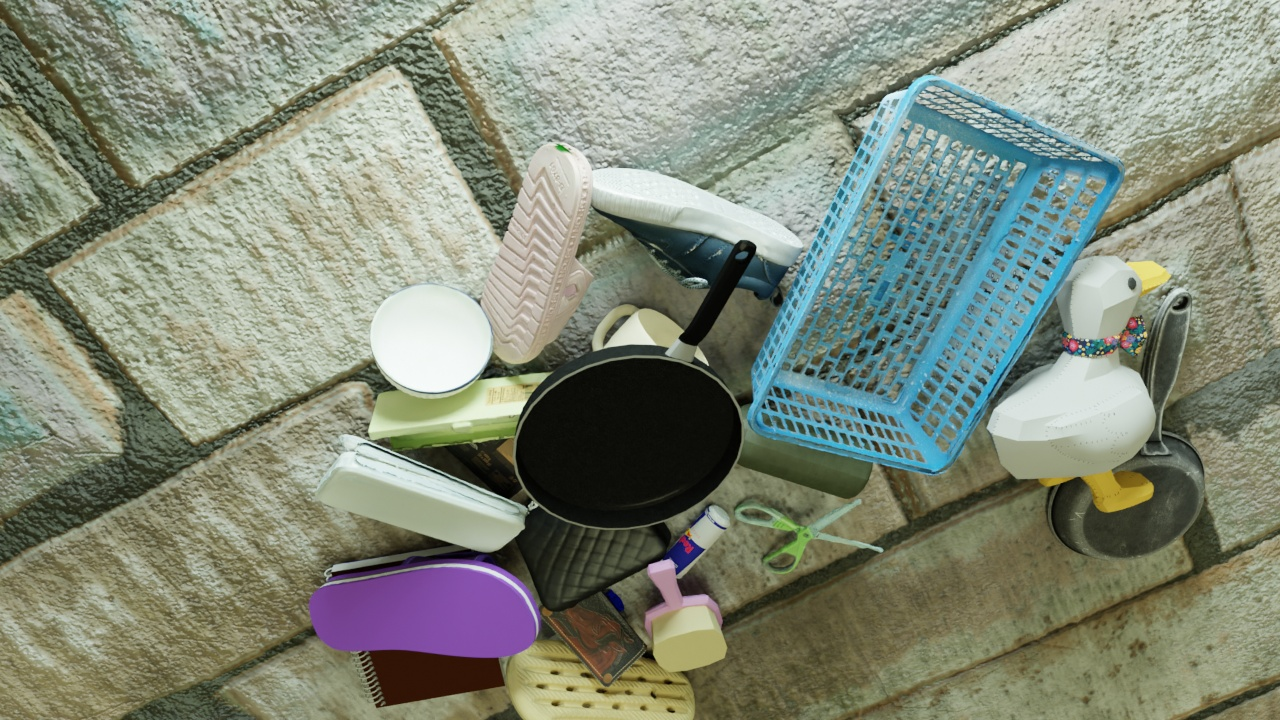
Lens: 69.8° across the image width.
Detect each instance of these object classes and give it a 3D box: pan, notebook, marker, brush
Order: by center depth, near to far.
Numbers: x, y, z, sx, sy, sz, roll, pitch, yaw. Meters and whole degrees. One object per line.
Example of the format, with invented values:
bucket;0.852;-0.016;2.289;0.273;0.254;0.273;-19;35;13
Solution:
pan;0.016;0.029;0.866;0.225;0.034;0.357;16;123;-21
brush;0.045;0.294;1.046;0.089;0.043;0.229;-15;142;2
pan;0.582;0.090;1.053;0.187;0.055;0.357;-1;119;-4
notebook;-0.266;0.321;1.099;0.171;0.022;0.209;-9;115;-2
marker;-0.079;0.328;1.115;0.133;0.023;0.027;-38;90;12

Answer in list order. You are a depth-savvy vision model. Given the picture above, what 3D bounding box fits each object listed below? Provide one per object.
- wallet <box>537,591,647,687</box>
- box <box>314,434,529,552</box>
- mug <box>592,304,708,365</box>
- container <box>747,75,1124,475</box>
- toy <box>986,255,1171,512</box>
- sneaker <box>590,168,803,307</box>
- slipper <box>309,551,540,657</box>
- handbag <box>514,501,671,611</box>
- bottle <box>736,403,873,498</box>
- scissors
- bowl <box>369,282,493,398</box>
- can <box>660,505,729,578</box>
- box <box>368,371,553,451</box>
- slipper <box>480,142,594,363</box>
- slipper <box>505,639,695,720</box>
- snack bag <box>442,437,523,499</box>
wallet;-0.056;0.313;1.076;0.072;0.019;0.123;-41;87;-11
box;-0.223;0.149;0.941;0.215;0.123;0.083;27;80;-19
mug;-0.006;0.006;0.942;0.100;0.096;0.120;-47;72;22
container;0.269;-0.075;0.906;0.257;0.089;0.363;14;113;-23
toy;0.458;0.029;0.958;0.246;0.141;0.268;-27;116;-19
sneaker;0.047;-0.116;0.893;0.235;0.089;0.087;18;116;-17
slipper;-0.232;0.265;1.030;0.267;0.083;0.107;-7;104;16
handbag;-0.054;0.190;1.035;0.154;0.114;0.125;-29;90;12
bottle;0.148;0.090;0.999;0.206;0.071;0.071;18;111;-12
scissors;0.185;0.194;1.048;0.160;0.024;0.172;42;127;-1
bowl;-0.210;-0.012;0.917;0.118;0.118;0.062;14;155;-11
can;0.065;0.211;1.068;0.032;0.032;0.095;34;108;-18
box;-0.174;0.064;0.946;0.188;0.091;0.083;-6;130;2
slipper;-0.087;-0.095;0.882;0.064;0.094;0.240;-13;138;-41
slipper;-0.053;0.408;1.102;0.261;0.111;0.079;17;135;-29
snack bag;-0.173;0.085;1.000;0.075;0.018;0.155;-38;112;13
